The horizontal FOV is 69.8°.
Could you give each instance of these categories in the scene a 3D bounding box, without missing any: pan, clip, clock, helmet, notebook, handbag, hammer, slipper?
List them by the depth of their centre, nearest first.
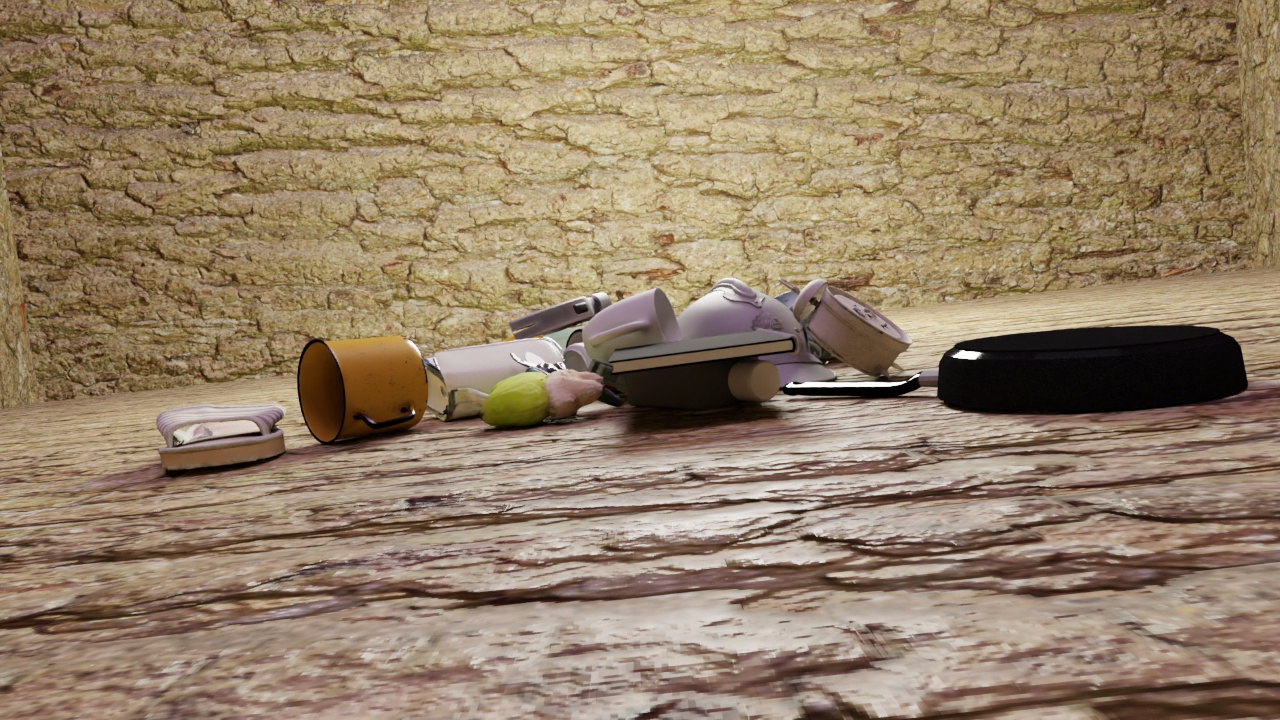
[{"bbox_3d":[0.267,0.006,0.726,0.357,0.044,0.203,-2,6,41],"label":"pan"},{"bbox_3d":[0.049,-0.009,0.813,0.149,0.016,0.206,-7,3,1],"label":"notebook"},{"bbox_3d":[-0.403,0.068,0.887,0.114,0.054,0.273,-2,1,-21],"label":"slipper"},{"bbox_3d":[0.205,-0.037,0.954,0.157,0.061,0.103,37,19,16],"label":"clock"},{"bbox_3d":[-0.020,0.020,0.956,0.075,0.023,0.042,21,6,-36],"label":"clip"},{"bbox_3d":[-0.148,0.022,0.999,0.151,0.074,0.176,-8,13,-26],"label":"handbag"},{"bbox_3d":[0.110,-0.034,1.043,0.183,0.118,0.271,-8,6,-20],"label":"helmet"},{"bbox_3d":[-0.196,-0.008,1.210,0.325,0.034,0.169,-25,-2,34],"label":"hammer"}]

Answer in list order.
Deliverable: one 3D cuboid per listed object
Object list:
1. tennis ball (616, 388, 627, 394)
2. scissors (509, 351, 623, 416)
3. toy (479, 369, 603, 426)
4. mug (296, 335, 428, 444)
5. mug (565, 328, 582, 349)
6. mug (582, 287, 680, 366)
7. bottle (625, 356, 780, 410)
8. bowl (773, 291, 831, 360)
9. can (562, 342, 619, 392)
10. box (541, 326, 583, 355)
[{"bbox_3d":[-0.006,0.006,1.029,0.065,0.065,0.065,-6,4,0],"label":"tennis ball"},{"bbox_3d":[-0.081,0.023,0.942,0.156,0.019,0.124,12,22,7],"label":"scissors"},{"bbox_3d":[-0.091,0.034,0.868,0.118,0.043,0.092,-10,14,5],"label":"toy"},{"bbox_3d":[-0.265,0.031,0.901,0.094,0.101,0.124,-7,32,-44],"label":"mug"},{"bbox_3d":[-0.032,-0.016,1.180,0.087,0.078,0.114,-9,-26,-37],"label":"mug"},{"bbox_3d":[-0.018,-0.028,0.950,0.089,0.071,0.107,-17,-1,19],"label":"mug"},{"bbox_3d":[0.064,0.018,0.863,0.083,0.046,0.174,-8,4,-30],"label":"bottle"},{"bbox_3d":[0.209,-0.031,1.179,0.114,0.060,0.115,7,-39,6],"label":"bowl"},{"bbox_3d":[-0.039,0.007,1.089,0.104,0.064,0.064,-9,5,-42],"label":"can"},{"bbox_3d":[-0.071,-0.012,1.448,0.197,0.074,0.126,-7,23,6],"label":"box"}]
